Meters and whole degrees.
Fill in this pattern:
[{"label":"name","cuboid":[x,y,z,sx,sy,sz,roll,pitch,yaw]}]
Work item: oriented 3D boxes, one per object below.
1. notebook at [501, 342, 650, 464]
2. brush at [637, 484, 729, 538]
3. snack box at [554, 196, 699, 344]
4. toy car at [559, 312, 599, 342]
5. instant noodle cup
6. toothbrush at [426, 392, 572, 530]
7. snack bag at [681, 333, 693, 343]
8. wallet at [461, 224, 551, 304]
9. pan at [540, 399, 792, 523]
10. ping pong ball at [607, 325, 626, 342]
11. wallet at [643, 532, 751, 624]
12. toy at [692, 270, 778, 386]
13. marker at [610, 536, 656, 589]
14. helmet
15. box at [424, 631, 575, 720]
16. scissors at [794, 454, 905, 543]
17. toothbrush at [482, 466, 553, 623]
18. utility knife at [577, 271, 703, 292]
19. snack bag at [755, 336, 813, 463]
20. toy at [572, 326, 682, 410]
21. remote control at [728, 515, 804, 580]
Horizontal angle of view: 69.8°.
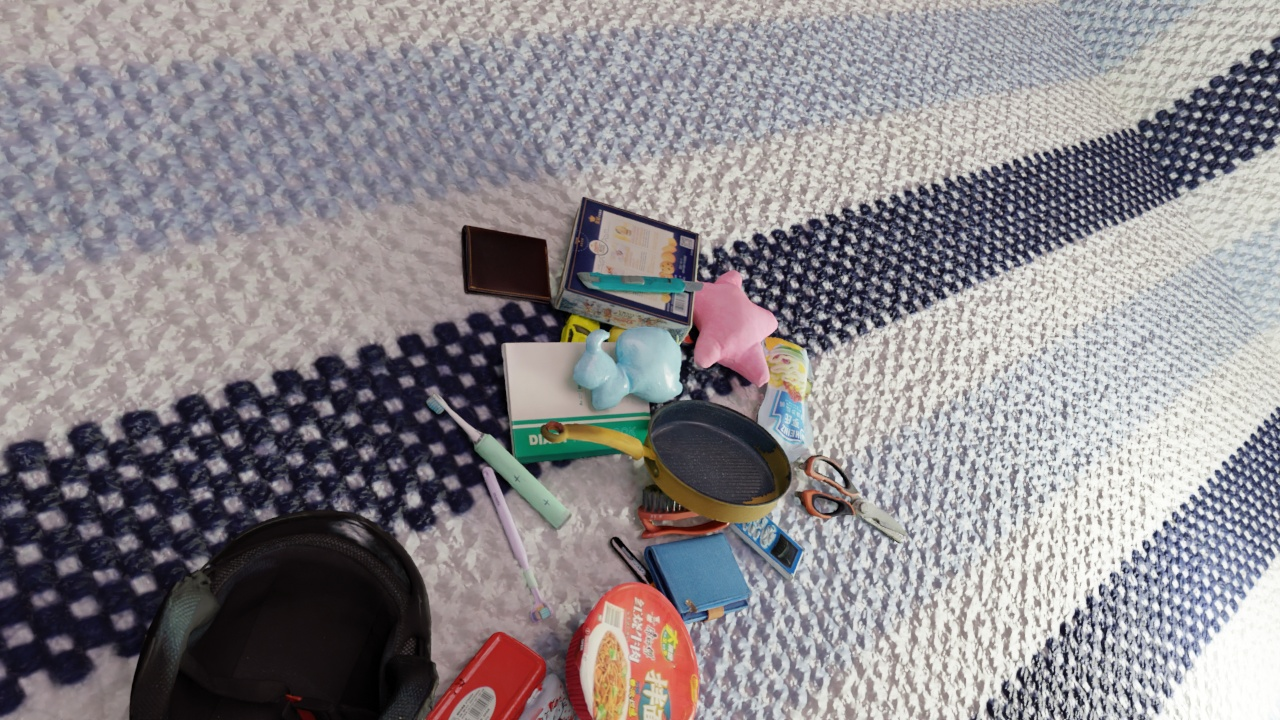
[{"label":"notebook","cuboid":[-0.076,0.050,1.177,0.208,0.012,0.150,-2,83,-35]},{"label":"brush","cuboid":[0.060,0.193,1.190,0.145,0.063,0.069,-4,99,-34]},{"label":"snack box","cuboid":[-0.014,-0.127,1.271,0.182,0.046,0.177,16,52,-10]},{"label":"toy car","cuboid":[-0.080,-0.027,1.221,0.048,0.032,0.105,26,54,-21]},{"label":"instant noodle cup","cuboid":[-0.018,0.350,1.032,0.193,0.066,0.193,27,52,-42]},{"label":"toothbrush","cuboid":[-0.167,0.118,1.093,0.027,0.026,0.224,-44,97,4]},{"label":"snack bag","cuboid":[0.032,-0.036,1.303,0.104,0.026,0.048,-18,73,-38]},{"label":"wallet","cuboid":[-0.176,-0.127,1.215,0.122,0.020,0.096,6,69,-33]},{"label":"pan","cuboid":[0.034,0.112,1.142,0.356,0.078,0.197,2,37,-28]},{"label":"ping pong ball","cuboid":[-0.025,-0.031,1.254,0.040,0.040,0.040,15,60,-27]},{"label":"wallet","cuboid":[0.074,0.276,1.161,0.132,0.040,0.106,-1,58,-41]},{"label":"toy","cuboid":[0.139,-0.048,1.344,0.178,0.075,0.194,-2,63,-32]},{"label":"marker","cuboid":[0.005,0.267,1.141,0.124,0.015,0.018,50,45,-3]},{"label":"helmet","cuboid":[-0.305,0.274,0.795,0.233,0.231,0.273,26,47,-13]},{"label":"box","cuboid":[-0.154,0.396,0.941,0.154,0.074,0.200,48,50,-9]},{"label":"scissors","cuboid":[0.313,0.224,1.362,0.191,0.015,0.207,-24,95,-29]},{"label":"toothbrush","cuboid":[-0.147,0.211,1.066,0.189,0.029,0.021,66,11,13]},{"label":"utility knife","cuboid":[0.003,-0.104,1.223,0.179,0.013,0.029,1,57,-21]},{"label":"snack bag","cuboid":[0.217,0.062,1.373,0.110,0.039,0.190,27,55,-34]},{"label":"toy","cuboid":[-0.007,0.007,1.189,0.156,0.050,0.161,-45,122,-16]},{"label":"remote control","cuboid":[0.172,0.244,1.258,0.125,0.024,0.048,43,51,-10]}]
